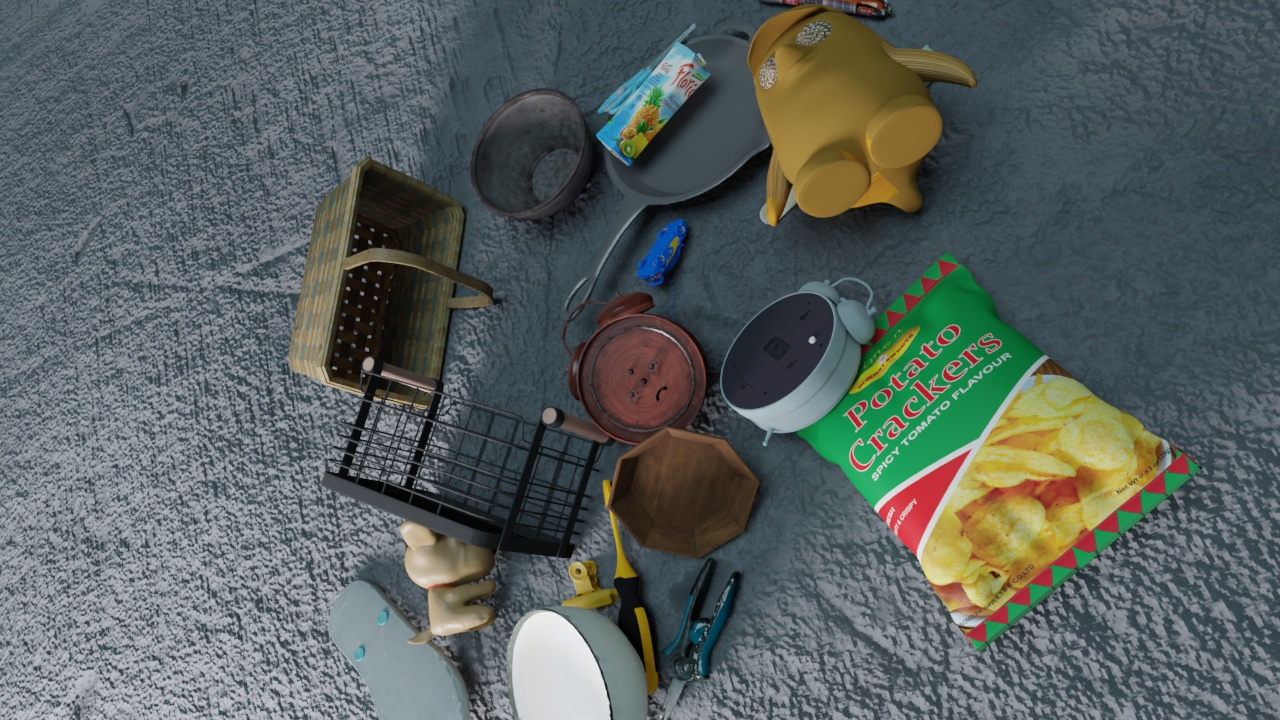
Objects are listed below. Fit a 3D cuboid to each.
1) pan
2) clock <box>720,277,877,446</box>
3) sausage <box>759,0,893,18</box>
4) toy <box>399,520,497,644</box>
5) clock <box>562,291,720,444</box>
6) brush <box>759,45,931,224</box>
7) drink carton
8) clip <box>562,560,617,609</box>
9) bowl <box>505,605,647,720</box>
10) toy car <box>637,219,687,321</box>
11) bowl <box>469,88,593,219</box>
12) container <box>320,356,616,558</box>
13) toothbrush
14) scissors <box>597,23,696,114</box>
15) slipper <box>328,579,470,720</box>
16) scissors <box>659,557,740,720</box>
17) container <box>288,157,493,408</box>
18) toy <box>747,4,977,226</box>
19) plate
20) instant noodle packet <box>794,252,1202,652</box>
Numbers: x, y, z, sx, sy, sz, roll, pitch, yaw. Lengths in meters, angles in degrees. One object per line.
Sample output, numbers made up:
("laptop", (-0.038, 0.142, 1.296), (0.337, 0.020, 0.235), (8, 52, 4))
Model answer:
("pan", (0.018, -0.188, 0.931), (0.217, 0.024, 0.354), (29, 87, 37))
("clock", (0.137, -0.008, 0.788), (0.159, 0.045, 0.122), (-48, 29, 4))
("sausage", (0.178, -0.358, 0.909), (0.155, 0.020, 0.020), (22, 87, 31))
("toy", (-0.187, 0.213, 0.901), (0.105, 0.134, 0.108), (-15, 72, -11))
("clock", (-0.005, 0.004, 0.847), (0.157, 0.072, 0.121), (36, 102, 7))
("brush", (0.195, -0.207, 0.863), (0.218, 0.012, 0.033), (-44, 61, 13))
("drink carton", (0.014, -0.258, 0.920), (0.129, 0.044, 0.038), (-47, 53, 8))
("clip", (-0.048, 0.214, 0.875), (0.053, 0.039, 0.047), (-22, 71, 23))
("bowl", (-0.047, 0.285, 0.801), (0.154, 0.072, 0.153), (6, 99, 48))
("toy car", (0.033, -0.088, 0.914), (0.033, 0.062, 0.091), (-8, 43, 52))
("bowl", (-0.107, -0.212, 0.993), (0.145, 0.067, 0.144), (-8, 72, 26))
("container", (-0.165, 0.092, 0.882), (0.242, 0.162, 0.130), (13, 82, 30))
("toothbrush", (-0.013, 0.205, 0.844), (0.031, 0.030, 0.196), (-39, 58, 51))
("scissors", (0.010, -0.304, 0.952), (0.138, 0.015, 0.063), (-47, 25, 4))
("slipper", (-0.233, 0.314, 0.930), (0.269, 0.054, 0.098), (37, 92, 42))
("scissors", (0.053, 0.247, 0.806), (0.138, 0.019, 0.129), (-28, 65, 21))
("container", (-0.263, -0.081, 0.994), (0.187, 0.157, 0.249), (-4, 74, 39))
("toy", (0.164, -0.232, 0.796), (0.199, 0.162, 0.203), (-35, 53, 21))
("plate", (0.038, 0.113, 0.813), (0.131, 0.025, 0.131), (1, 113, 3))
("instant noodle packet", (0.248, 0.059, 0.710), (0.196, 0.090, 0.252), (-46, 52, 12))
